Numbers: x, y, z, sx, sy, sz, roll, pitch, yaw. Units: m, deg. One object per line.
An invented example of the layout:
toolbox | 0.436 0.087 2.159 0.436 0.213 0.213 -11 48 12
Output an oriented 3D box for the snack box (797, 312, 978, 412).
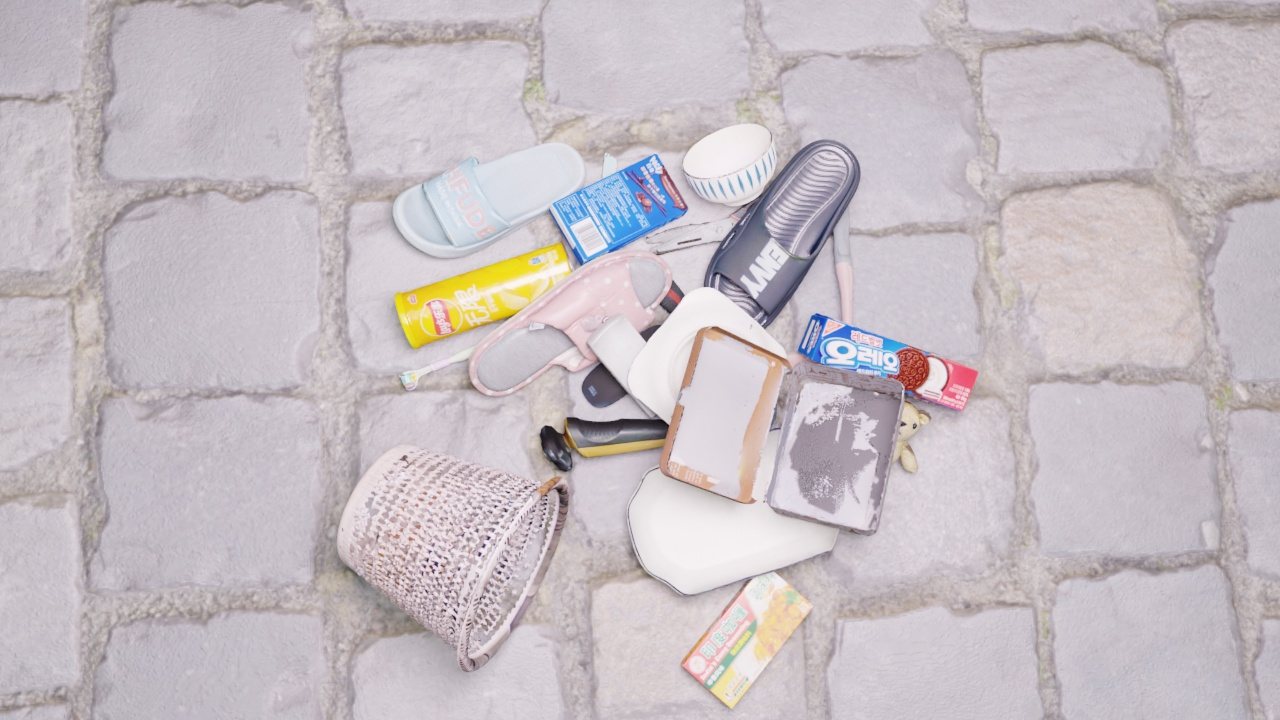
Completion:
snack box | 0.300 0.003 1.115 0.207 0.057 0.058 18 98 -8

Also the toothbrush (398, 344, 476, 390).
toothbrush | -0.203 -0.010 1.127 0.189 0.029 0.020 -23 43 -7

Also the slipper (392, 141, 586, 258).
slipper | -0.182 -0.204 1.127 0.245 0.074 0.104 -23 85 -7

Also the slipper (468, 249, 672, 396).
slipper | -0.080 -0.039 1.095 0.274 0.114 0.054 -30 41 -3

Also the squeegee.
squeegee | 0.254 -0.108 1.156 0.247 0.040 0.249 -1 81 -2

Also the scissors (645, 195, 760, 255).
scissors | 0.120 -0.154 1.157 0.196 0.015 0.205 40 90 5

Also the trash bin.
trash bin | -0.213 0.196 1.013 0.192 0.227 0.227 23 81 13

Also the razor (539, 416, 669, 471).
razor | -0.037 0.097 1.109 0.167 0.062 0.068 -5 112 -9

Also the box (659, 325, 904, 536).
box | 0.165 0.082 1.041 0.274 0.125 0.178 17 78 -4

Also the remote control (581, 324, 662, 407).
remote control | -0.012 0.006 1.131 0.136 0.024 0.053 -38 85 -7

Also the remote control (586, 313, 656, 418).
remote control | -0.007 0.006 1.100 0.056 0.019 0.135 -43 119 -6

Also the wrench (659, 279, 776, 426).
wrench | 0.079 -0.028 1.143 0.056 0.016 0.273 -39 85 5

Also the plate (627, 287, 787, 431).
plate | 0.085 0.013 1.090 0.164 0.034 0.163 38 90 -13

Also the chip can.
chip can | -0.184 -0.079 1.111 0.213 0.072 0.072 -18 83 -6

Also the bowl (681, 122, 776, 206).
bowl | 0.116 -0.235 1.141 0.116 0.116 0.066 -34 129 -7

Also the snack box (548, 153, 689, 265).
snack box | -0.026 -0.188 1.143 0.157 0.026 0.084 -29 86 -17

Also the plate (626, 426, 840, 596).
plate | 0.117 0.180 1.103 0.265 0.034 0.162 -18 78 -4

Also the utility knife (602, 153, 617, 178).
utility knife | -0.049 -0.159 1.157 0.034 0.018 0.216 6 80 -2

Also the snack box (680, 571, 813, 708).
snack box | 0.127 0.326 1.093 0.077 0.027 0.155 40 82 4

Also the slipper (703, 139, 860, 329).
slipper | 0.169 -0.154 1.103 0.110 0.083 0.268 35 93 5

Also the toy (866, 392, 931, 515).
toy | 0.286 0.117 1.112 0.105 0.066 0.157 29 98 8
